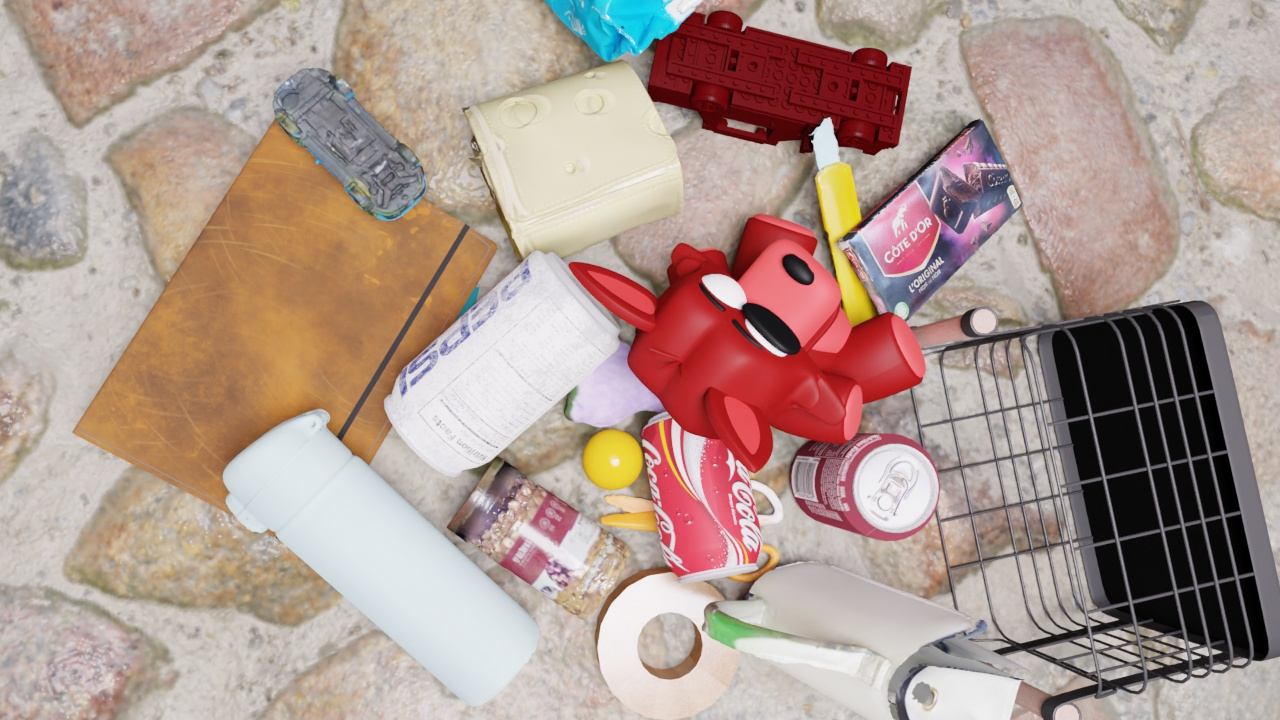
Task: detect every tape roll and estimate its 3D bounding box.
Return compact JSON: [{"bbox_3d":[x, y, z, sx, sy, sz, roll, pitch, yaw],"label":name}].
[{"bbox_3d":[0.017,0.185,0.605,0.094,0.027,0.094,1,86,-7],"label":"tape roll"}]

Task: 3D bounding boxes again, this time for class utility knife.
[{"bbox_3d":[0.142,-0.075,0.617,0.030,0.017,0.175,-24,114,-17],"label":"utility knife"}]

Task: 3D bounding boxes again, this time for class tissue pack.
[{"bbox_3d":[-0.027,-0.279,0.586,0.117,0.066,0.209,-38,67,-9],"label":"tissue pack"}]

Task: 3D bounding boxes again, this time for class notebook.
[{"bbox_3d":[-0.208,-0.019,0.588,0.178,0.014,0.249,31,82,-10],"label":"notebook"}]

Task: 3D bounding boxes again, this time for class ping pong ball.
[{"bbox_3d":[-0.018,0.065,0.603,0.040,0.040,0.040,1,86,-7],"label":"ping pong ball"}]

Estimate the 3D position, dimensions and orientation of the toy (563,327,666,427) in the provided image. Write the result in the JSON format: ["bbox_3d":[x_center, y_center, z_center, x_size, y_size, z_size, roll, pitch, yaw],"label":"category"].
[{"bbox_3d":[-0.004,0.004,0.613,0.099,0.036,0.080,-2,75,-10],"label":"toy"}]

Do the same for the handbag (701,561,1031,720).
[{"bbox_3d":[0.116,0.161,0.537,0.176,0.151,0.074,21,83,-25],"label":"handbag"}]

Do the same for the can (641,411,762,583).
[{"bbox_3d":[0.039,0.085,0.586,0.064,0.064,0.104,-8,74,-8],"label":"can"}]

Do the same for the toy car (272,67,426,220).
[{"bbox_3d":[-0.180,-0.134,0.573,0.105,0.032,0.048,45,80,-6],"label":"toy car"}]

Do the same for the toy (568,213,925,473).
[{"bbox_3d":[0.069,-0.015,0.545,0.158,0.196,0.121,51,121,19],"label":"toy"}]

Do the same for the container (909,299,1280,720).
[{"bbox_3d":[0.264,0.082,0.574,0.130,0.163,0.241,-10,87,-8],"label":"container"}]

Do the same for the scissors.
[{"bbox_3d":[0.035,0.102,0.621,0.131,0.013,0.073,16,81,-4],"label":"scissors"}]

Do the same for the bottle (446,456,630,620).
[{"bbox_3d":[-0.064,0.113,0.586,0.105,0.056,0.056,35,82,-4],"label":"bottle"}]

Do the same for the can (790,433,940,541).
[{"bbox_3d":[0.140,0.078,0.584,0.063,0.114,0.063,1,85,-7],"label":"can"}]

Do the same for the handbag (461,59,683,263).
[{"bbox_3d":[-0.046,-0.128,0.595,0.119,0.081,0.111,-22,76,-6],"label":"handbag"}]

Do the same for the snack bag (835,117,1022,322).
[{"bbox_3d":[0.203,-0.095,0.631,0.155,0.018,0.074,-42,110,-19],"label":"snack bag"}]

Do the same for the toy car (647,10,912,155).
[{"bbox_3d":[0.090,-0.184,0.623,0.170,0.062,0.070,12,84,-6],"label":"toy car"}]

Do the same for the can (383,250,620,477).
[{"bbox_3d":[-0.084,0.002,0.563,0.136,0.078,0.078,-41,91,5],"label":"can"}]

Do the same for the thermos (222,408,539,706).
[{"bbox_3d":[-0.155,0.119,0.556,0.078,0.065,0.207,-45,101,0],"label":"thermos"}]
